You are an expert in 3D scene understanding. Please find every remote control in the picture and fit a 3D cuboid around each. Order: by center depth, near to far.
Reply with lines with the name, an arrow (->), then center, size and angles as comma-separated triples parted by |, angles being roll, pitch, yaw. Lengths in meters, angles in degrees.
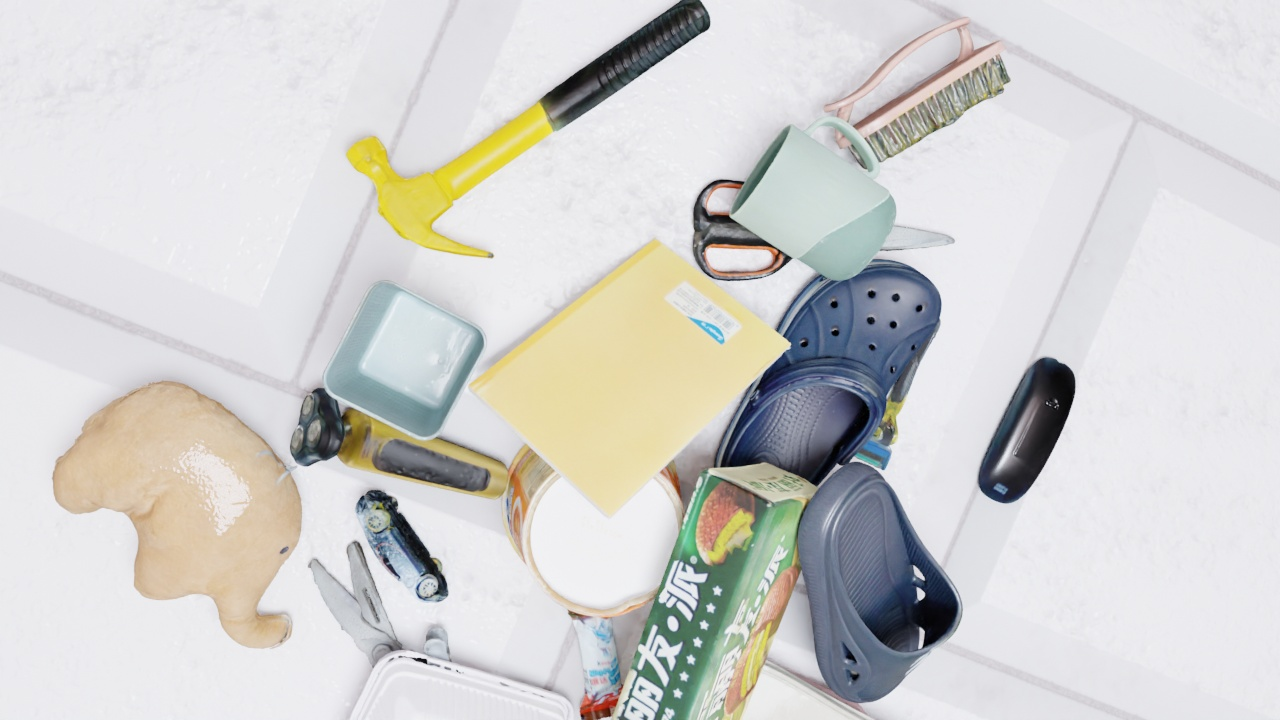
remote control -> 0.342, 0.063, 0.804 | 0.053, 0.024, 0.136 | 25, 91, -8

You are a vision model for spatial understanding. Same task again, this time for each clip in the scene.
clip -> -0.161, 0.244, 0.738 | 0.024, 0.028, 0.057 | -12, 100, -8

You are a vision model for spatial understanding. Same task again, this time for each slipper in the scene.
slipper -> 0.190, 0.192, 0.705 | 0.110, 0.083, 0.268 | -41, 132, -22
slipper -> 0.147, 0.023, 0.741 | 0.105, 0.095, 0.253 | 36, 93, -11
slipper -> 0.135, 0.325, 0.778 | 0.274, 0.054, 0.114 | 22, 87, 1

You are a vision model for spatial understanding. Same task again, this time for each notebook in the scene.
notebook -> -0.004, 0.004, 0.688 | 0.146, 0.010, 0.205 | 40, 62, 17

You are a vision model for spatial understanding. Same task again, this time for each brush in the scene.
brush -> 0.220, -0.216, 0.746 | 0.145, 0.063, 0.073 | -32, 102, -3

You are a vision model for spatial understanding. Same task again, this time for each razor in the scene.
razor -> -0.185, 0.073, 0.714 | 0.167, 0.067, 0.062 | 19, 92, -15
razor -> 0.222, 0.024, 0.787 | 0.043, 0.022, 0.142 | 24, 87, 35

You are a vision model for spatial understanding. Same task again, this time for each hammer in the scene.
hammer -> -0.073, -0.191, 0.722 | 0.300, 0.033, 0.129 | -36, 99, -4

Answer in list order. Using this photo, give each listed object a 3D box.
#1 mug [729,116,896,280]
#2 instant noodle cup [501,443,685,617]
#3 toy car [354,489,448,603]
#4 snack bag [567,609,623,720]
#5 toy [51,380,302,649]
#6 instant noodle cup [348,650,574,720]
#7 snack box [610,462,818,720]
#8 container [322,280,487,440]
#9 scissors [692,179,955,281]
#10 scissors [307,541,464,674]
mug -> 0.143, -0.131, 0.714 | 0.106, 0.082, 0.111 | 31, 83, -6
instant noodle cup -> -0.032, 0.122, 0.712 | 0.151, 0.111, 0.151 | -1, 95, -8
toy car -> -0.189, 0.149, 0.724 | 0.031, 0.049, 0.105 | -34, 98, -1
snack bag -> -0.034, 0.247, 0.765 | 0.048, 0.026, 0.104 | -6, 96, -20
toy -> -0.323, 0.121, 0.692 | 0.143, 0.082, 0.226 | -36, 101, 2
instant noodle cup -> -0.145, 0.316, 0.719 | 0.173, 0.060, 0.138 | 24, 97, -22
snack box -> 0.055, 0.197, 0.679 | 0.063, 0.114, 0.240 | 24, 98, 29
container -> -0.170, -0.004, 0.683 | 0.090, 0.111, 0.090 | 28, 90, -10
scissors -> 0.156, -0.119, 0.764 | 0.234, 0.022, 0.125 | -18, 96, -6
scissors -> -0.192, 0.251, 0.749 | 0.214, 0.015, 0.197 | 17, 92, -8
